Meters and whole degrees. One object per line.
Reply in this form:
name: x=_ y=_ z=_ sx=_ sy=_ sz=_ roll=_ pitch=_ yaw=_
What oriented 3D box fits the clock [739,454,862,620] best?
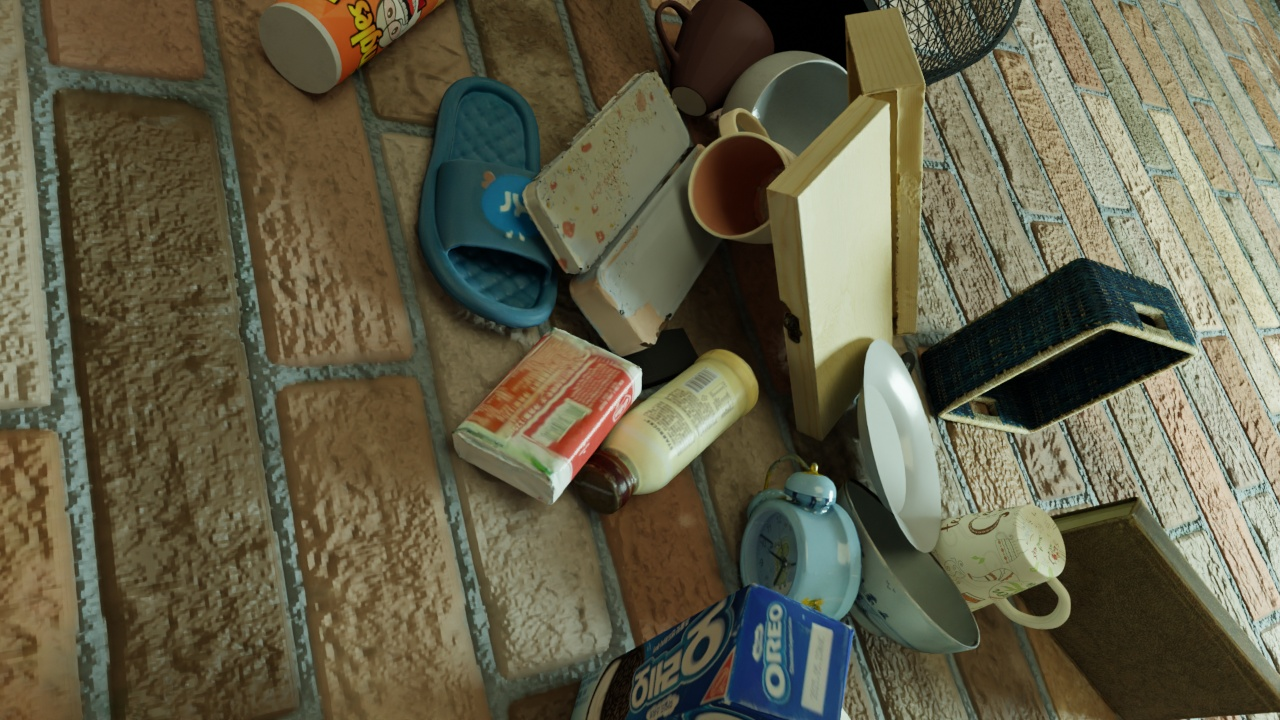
clock: x=0.110 y=0.129 z=0.655 sx=0.051 sy=0.089 sz=0.124 roll=9 pitch=64 yaw=-24

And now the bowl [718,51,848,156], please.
bowl: x=0.125 y=-0.214 z=0.829 sx=0.131 sy=0.132 sz=0.064 roll=-1 pitch=29 yaw=-35

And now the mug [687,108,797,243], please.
mug: x=0.095 y=-0.148 z=0.740 sx=0.104 sy=0.085 sz=0.111 roll=0 pitch=73 yaw=-59

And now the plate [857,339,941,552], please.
plate: x=0.204 y=0.069 z=0.741 sx=0.172 sy=0.019 sz=0.172 roll=33 pitch=49 yaw=-49

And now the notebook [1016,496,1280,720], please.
notebook: x=0.430 y=0.212 z=0.767 sx=0.215 sy=0.191 sz=0.034 roll=51 pitch=51 yaw=-4

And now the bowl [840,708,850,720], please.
bowl: x=0.102 y=0.263 z=0.537 sx=0.177 sy=0.071 sz=0.177 roll=-1 pitch=91 yaw=-58

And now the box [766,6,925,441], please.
box: x=0.177 y=-0.106 z=0.736 sx=0.260 sy=0.097 sz=0.248 roll=-57 pitch=147 yaw=-34

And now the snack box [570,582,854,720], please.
snack box: x=0.022 y=0.178 z=0.476 sx=0.059 sy=0.227 sz=0.059 roll=27 pitch=54 yaw=-10

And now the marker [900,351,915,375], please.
marker: x=0.230 y=0.031 z=0.836 sx=0.018 sy=0.015 sz=0.122 roll=44 pitch=48 yaw=-6

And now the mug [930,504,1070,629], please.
mug: x=0.301 y=0.176 z=0.755 sx=0.122 sy=0.097 sz=0.080 roll=51 pitch=49 yaw=-2

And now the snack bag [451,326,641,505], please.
snack bag: x=-0.058 y=0.034 z=0.603 sx=0.077 sy=0.036 sz=0.115 roll=25 pitch=50 yaw=17

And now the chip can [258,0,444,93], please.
chip can: x=-0.186 y=-0.276 z=0.676 sx=0.062 sy=0.062 sz=0.209 roll=40 pitch=50 yaw=-11

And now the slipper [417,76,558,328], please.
slipper: x=-0.105 y=-0.122 z=0.656 sx=0.103 sy=0.059 sz=0.213 roll=7 pitch=62 yaw=-29

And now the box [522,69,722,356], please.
box: x=-0.002 y=-0.120 z=0.710 sx=0.148 sy=0.043 sz=0.215 roll=51 pitch=44 yaw=-17

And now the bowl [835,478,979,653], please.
bowl: x=0.182 y=0.164 z=0.690 sx=0.150 sy=0.057 sz=0.150 roll=42 pitch=19 yaw=-18

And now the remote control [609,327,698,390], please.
remote control: x=-0.004 y=0.004 z=0.691 sx=0.124 sy=0.010 sz=0.039 roll=-20 pitch=79 yaw=-39

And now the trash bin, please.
trash bin: x=0.226 y=-0.351 z=0.915 sx=0.242 sy=0.218 sz=0.217 roll=-38 pitch=91 yaw=-34

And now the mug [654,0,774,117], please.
mug: x=0.054 y=-0.275 z=0.832 sx=0.114 sy=0.087 sz=0.088 roll=38 pitch=68 yaw=-20

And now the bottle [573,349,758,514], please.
bottle: x=0.019 y=0.050 z=0.653 sx=0.161 sy=0.057 sz=0.056 roll=-35 pitch=89 yaw=-40

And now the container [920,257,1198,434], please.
container: x=0.378 y=-0.007 z=0.844 sx=0.145 sy=0.188 sz=0.071 roll=11 pitch=57 yaw=-30
